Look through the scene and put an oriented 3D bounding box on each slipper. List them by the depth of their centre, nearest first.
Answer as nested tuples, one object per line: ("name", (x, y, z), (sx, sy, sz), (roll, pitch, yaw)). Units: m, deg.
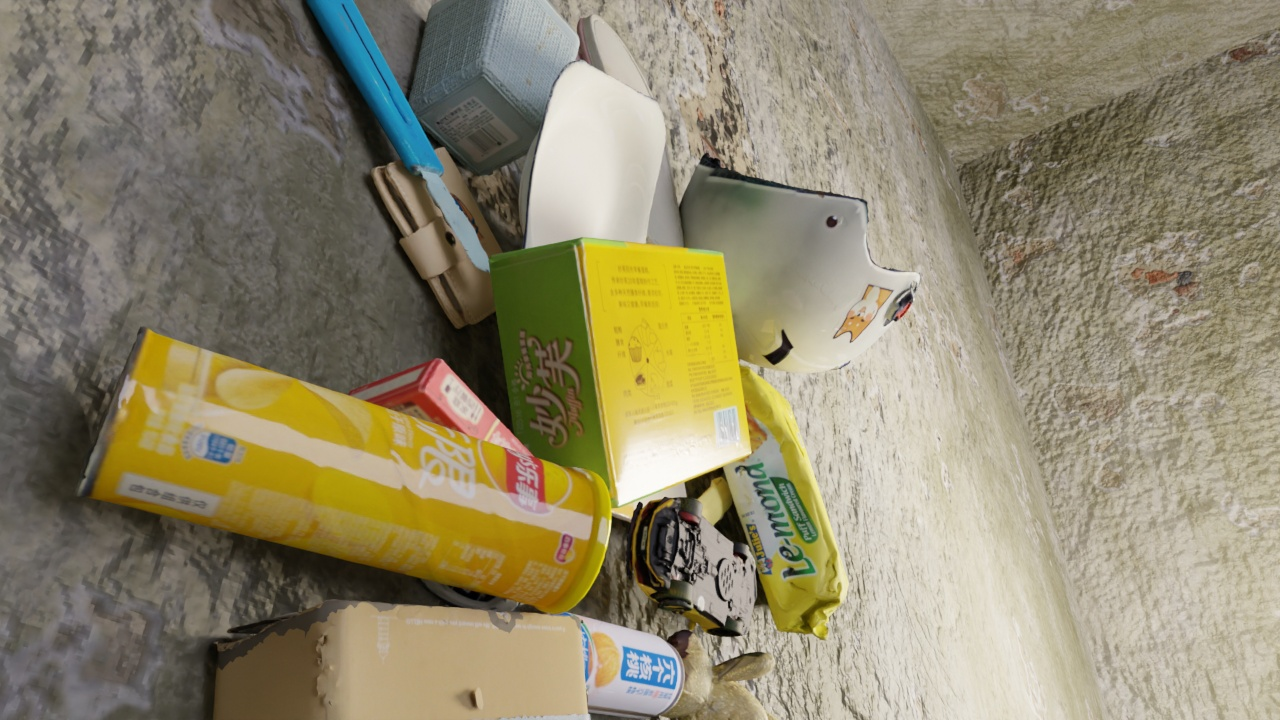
("slipper", (-0.021, -0.199, 0.838), (0.114, 0.055, 0.274), (23, 48, -54))

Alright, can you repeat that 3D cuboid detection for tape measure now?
("tape measure", (-0.087, 0.107, 0.496), (0.066, 0.066, 0.033), (43, 37, -15))

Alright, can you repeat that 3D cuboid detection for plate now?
("plate", (-0.041, -0.117, 0.648), (0.164, 0.034, 0.163), (0, 103, -63))

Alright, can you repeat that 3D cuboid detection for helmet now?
("helmet", (0.132, -0.069, 0.885), (0.157, 0.230, 0.274), (-59, 144, -4))

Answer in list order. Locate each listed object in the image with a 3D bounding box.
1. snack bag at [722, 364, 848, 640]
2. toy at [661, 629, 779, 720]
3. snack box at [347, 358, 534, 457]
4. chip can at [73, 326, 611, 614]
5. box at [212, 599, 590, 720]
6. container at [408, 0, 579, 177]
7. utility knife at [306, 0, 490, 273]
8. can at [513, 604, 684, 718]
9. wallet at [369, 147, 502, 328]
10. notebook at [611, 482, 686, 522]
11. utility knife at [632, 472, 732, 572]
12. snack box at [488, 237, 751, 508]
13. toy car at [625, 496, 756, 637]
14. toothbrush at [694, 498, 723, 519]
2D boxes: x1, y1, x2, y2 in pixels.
("snack bag", (0.122, 0.114, 0.814), (0.158, 0.068, 0.246), (28, 43, -76))
("toy", (0.063, 0.253, 0.644), (0.157, 0.066, 0.105), (43, 77, -17))
("snack box", (-0.091, 0.067, 0.506), (0.153, 0.075, 0.025), (51, 39, -29))
("chip can", (-0.119, 0.055, 0.402), (0.213, 0.072, 0.072), (21, 50, -28))
("box", (-0.105, 0.148, 0.415), (0.184, 0.090, 0.062), (21, 54, -51))
("container", (-0.106, -0.205, 0.660), (0.090, 0.090, 0.111), (41, 41, -40))
("utility knife", (-0.150, -0.147, 0.582), (0.218, 0.018, 0.034), (60, 28, 2))
("can", (-0.029, 0.186, 0.557), (0.134, 0.053, 0.053), (33, 44, -48))
("wallet", (-0.126, -0.082, 0.606), (0.115, 0.024, 0.087), (64, 29, -11))
("notebook", (-0.010, 0.027, 0.708), (0.145, 0.010, 0.206), (32, 45, -52))
("utility knife", (0.038, 0.124, 0.697), (0.031, 0.022, 0.215), (67, 19, 1))
("snack box", (-0.004, 0.004, 0.614), (0.209, 0.070, 0.157), (-8, 90, -61))
("toy car", (0.040, 0.147, 0.632), (0.156, 0.041, 0.071), (43, 47, -48))
("toothbrush", (0.024, 0.111, 0.741), (0.180, 0.016, 0.016), (26, 51, -52))
